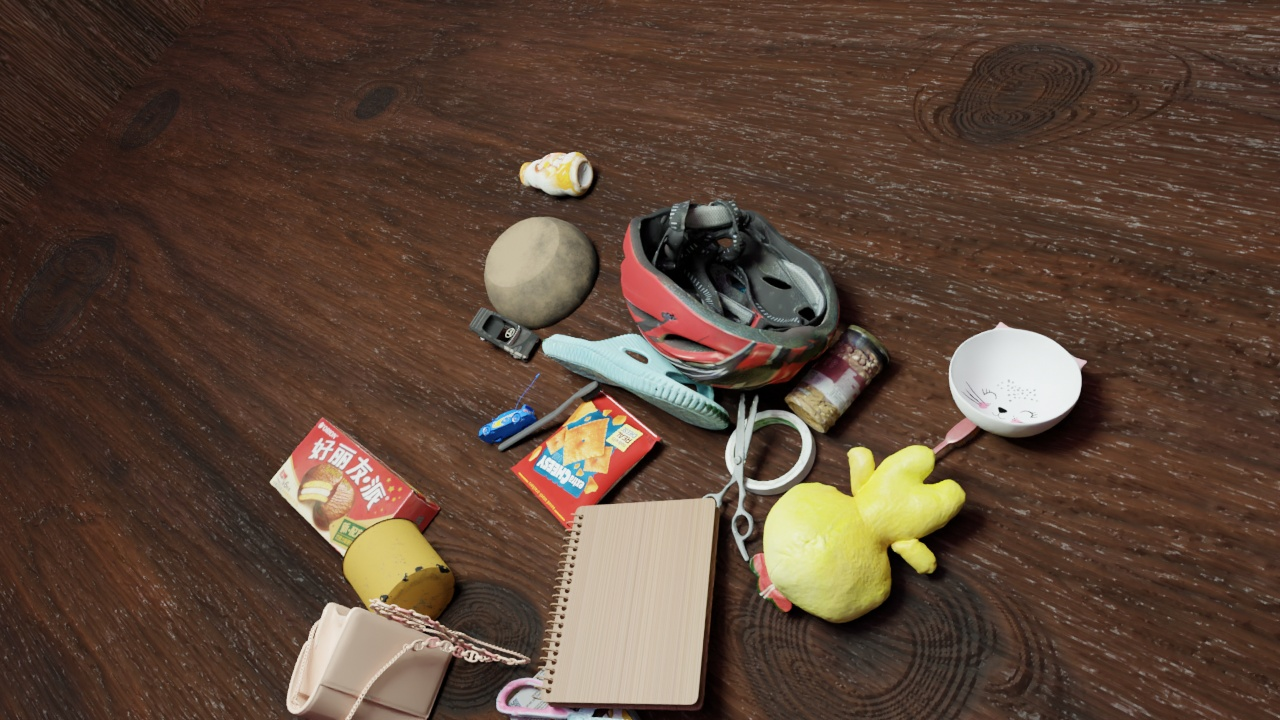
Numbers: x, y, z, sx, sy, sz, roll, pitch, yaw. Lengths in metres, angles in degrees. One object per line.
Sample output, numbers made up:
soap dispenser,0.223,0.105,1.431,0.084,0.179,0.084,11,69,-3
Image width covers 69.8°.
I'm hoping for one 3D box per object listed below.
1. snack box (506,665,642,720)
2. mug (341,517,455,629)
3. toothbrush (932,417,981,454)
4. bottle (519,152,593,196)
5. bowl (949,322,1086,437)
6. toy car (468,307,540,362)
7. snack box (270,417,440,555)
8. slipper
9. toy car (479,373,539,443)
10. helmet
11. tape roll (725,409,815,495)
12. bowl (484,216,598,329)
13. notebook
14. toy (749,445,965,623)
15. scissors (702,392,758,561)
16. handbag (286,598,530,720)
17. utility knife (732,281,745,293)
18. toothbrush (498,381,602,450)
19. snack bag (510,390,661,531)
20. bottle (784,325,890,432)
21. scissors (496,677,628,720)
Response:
snack box,-0.046,0.372,0.882,0.101,0.031,0.186,-44,48,-3
mug,-0.281,0.259,1.056,0.094,0.100,0.124,37,106,39
toothbrush,0.256,0.116,0.894,0.184,0.015,0.015,-39,48,5
bottle,-0.124,-0.272,1.339,0.109,0.063,0.063,8,64,33
bowl,0.347,0.029,0.862,0.115,0.051,0.114,-5,49,6
toy car,-0.180,-0.036,1.214,0.092,0.037,0.040,28,72,6
snack box,-0.373,0.174,1.186,0.236,0.060,0.113,27,74,39
slipper,-0.006,0.006,1.055,0.276,0.116,0.069,20,83,42
toy car,-0.163,0.060,1.155,0.092,0.033,0.061,-23,57,15
helmet,0.092,-0.066,0.993,0.217,0.167,0.272,-9,40,-29
tape roll,0.137,0.097,0.971,0.094,0.018,0.093,-15,53,21
bowl,-0.143,-0.128,1.248,0.162,0.070,0.162,-15,53,21
notebook,-0.012,0.238,0.915,0.169,0.022,0.210,-7,50,21
toy,0.195,0.159,0.848,0.207,0.092,0.133,-32,62,1
scissors,0.108,0.118,0.947,0.120,0.014,0.160,43,109,41
handbag,-0.244,0.323,0.921,0.188,0.198,0.116,-5,57,37
utility knife,0.111,-0.085,1.111,0.149,0.015,0.022,-20,57,14
toothbrush,-0.113,0.070,1.117,0.168,0.013,0.012,-32,25,24
snack bag,-0.064,0.110,1.063,0.144,0.039,0.131,-45,47,-8
bottle,0.205,0.020,0.957,0.105,0.056,0.056,-47,49,-6
scissors,-0.071,0.361,0.874,0.171,0.013,0.174,-4,56,25
